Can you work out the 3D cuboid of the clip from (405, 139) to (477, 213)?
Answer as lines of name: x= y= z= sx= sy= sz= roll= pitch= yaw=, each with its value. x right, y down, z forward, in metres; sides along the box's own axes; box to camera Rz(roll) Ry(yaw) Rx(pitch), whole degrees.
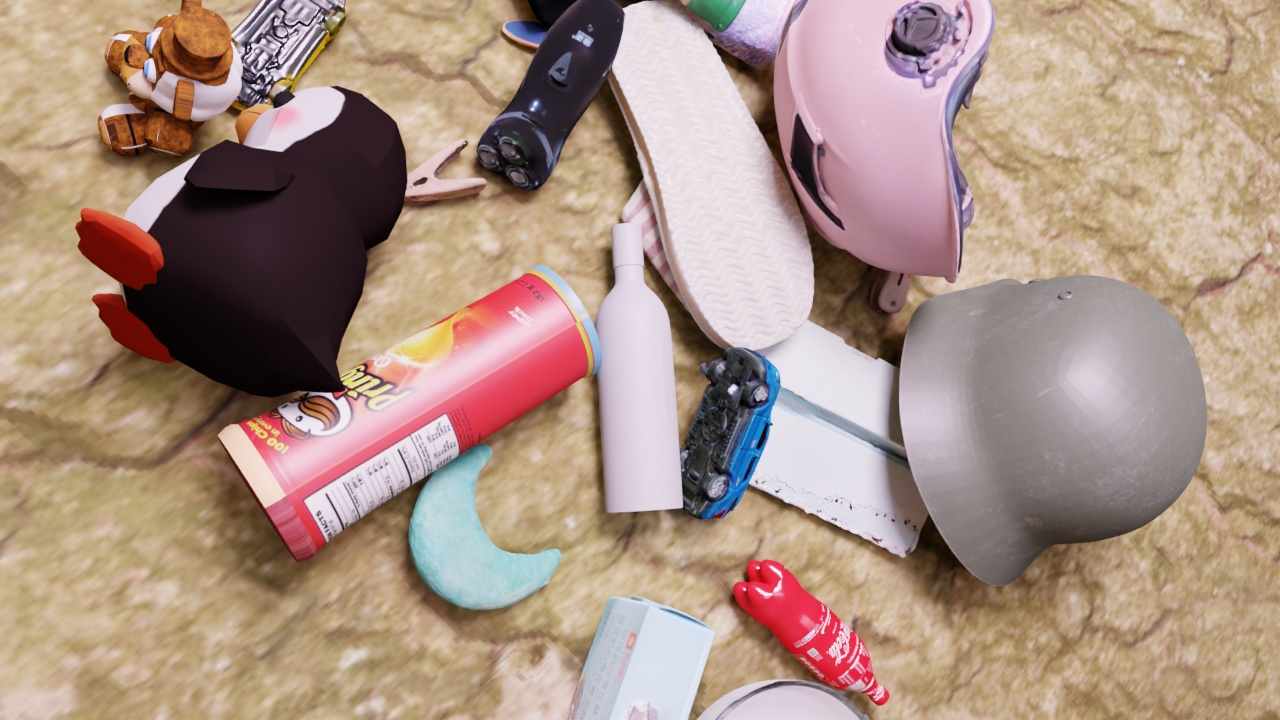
clip: x=-0.137 y=-0.125 z=0.611 sx=0.049 sy=0.026 sz=0.061 roll=13 pitch=84 yaw=-9

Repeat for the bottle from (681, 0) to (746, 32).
bottle: x=0.025 y=-0.279 z=0.642 sx=0.111 sy=0.043 sz=0.043 roll=31 pitch=71 yaw=-13

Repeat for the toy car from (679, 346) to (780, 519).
toy car: x=0.059 y=0.050 z=0.625 sx=0.043 sy=0.056 sz=0.120 roll=11 pitch=104 yaw=-34

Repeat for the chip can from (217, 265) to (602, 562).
chip can: x=-0.132 y=0.026 z=0.554 sx=0.213 sy=0.087 sz=0.087 roll=-32 pitch=94 yaw=-24

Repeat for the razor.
razor: x=-0.057 y=-0.184 z=0.618 sx=0.053 sy=0.063 sz=0.140 roll=30 pitch=94 yaw=-8

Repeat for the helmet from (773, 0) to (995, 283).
helmet: x=0.173 y=-0.180 z=0.650 sx=0.153 sy=0.230 sz=0.255 roll=1 pitch=80 yaw=15

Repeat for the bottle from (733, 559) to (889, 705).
bottle: x=0.125 y=0.197 z=0.652 sx=0.141 sy=0.042 sz=0.041 roll=44 pitch=69 yaw=-10

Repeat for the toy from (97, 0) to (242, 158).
toy: x=-0.265 y=-0.163 z=0.521 sx=0.067 sy=0.113 sz=0.087 roll=6 pitch=78 yaw=-33

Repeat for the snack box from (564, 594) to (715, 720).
snack box: x=-0.015 y=0.238 z=0.571 sx=0.053 sy=0.075 sz=0.174 roll=25 pitch=73 yaw=-17

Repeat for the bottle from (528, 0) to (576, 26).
bottle: x=-0.078 y=-0.329 z=0.646 sx=0.059 sy=0.059 sz=0.181 roll=-18 pitch=80 yaw=-23

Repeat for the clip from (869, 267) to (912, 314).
clip: x=0.201 y=-0.067 z=0.739 sx=0.026 sy=0.049 sz=0.061 roll=17 pitch=117 yaw=-20

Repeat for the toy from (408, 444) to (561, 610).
toy: x=-0.104 y=0.113 z=0.581 sx=0.084 sy=0.033 sz=0.105 roll=-38 pitch=98 yaw=-37

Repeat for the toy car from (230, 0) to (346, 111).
toy car: x=-0.228 y=-0.204 z=0.582 sx=0.049 sy=0.030 sz=0.106 roll=35 pitch=73 yaw=-12

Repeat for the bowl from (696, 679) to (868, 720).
bowl: x=0.083 y=0.285 z=0.604 sx=0.153 sy=0.073 sz=0.153 roll=3 pitch=80 yaw=-21

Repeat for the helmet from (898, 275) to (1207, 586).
helmet: x=0.327 y=0.030 z=0.684 sx=0.227 sy=0.154 sz=0.266 roll=56 pitch=44 yaw=-15

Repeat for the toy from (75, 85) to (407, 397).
toy: x=-0.191 y=-0.076 z=0.522 sx=0.140 sy=0.159 sz=0.183 roll=27 pitch=54 yaw=-5

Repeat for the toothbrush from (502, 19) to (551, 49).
toothbrush: x=-0.034 y=-0.226 z=0.671 sx=0.135 sy=0.017 sz=0.021 roll=11 pitch=72 yaw=-20

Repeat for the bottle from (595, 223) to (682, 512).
bottle: x=-0.004 y=0.004 z=0.626 sx=0.052 sy=0.053 sz=0.195 roll=-1 pitch=81 yaw=-22

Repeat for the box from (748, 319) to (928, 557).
box: x=0.145 y=0.049 z=0.686 sx=0.197 sy=0.044 sz=0.136 roll=26 pitch=73 yaw=-12

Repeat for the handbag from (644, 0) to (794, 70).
handbag: x=0.053 y=-0.313 z=0.697 sx=0.158 sy=0.069 sz=0.126 roll=25 pitch=88 yaw=-16

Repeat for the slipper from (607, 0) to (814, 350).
slipper: x=0.039 y=-0.130 z=0.663 sx=0.115 sy=0.052 sz=0.263 roll=-20 pitch=87 yaw=-17
